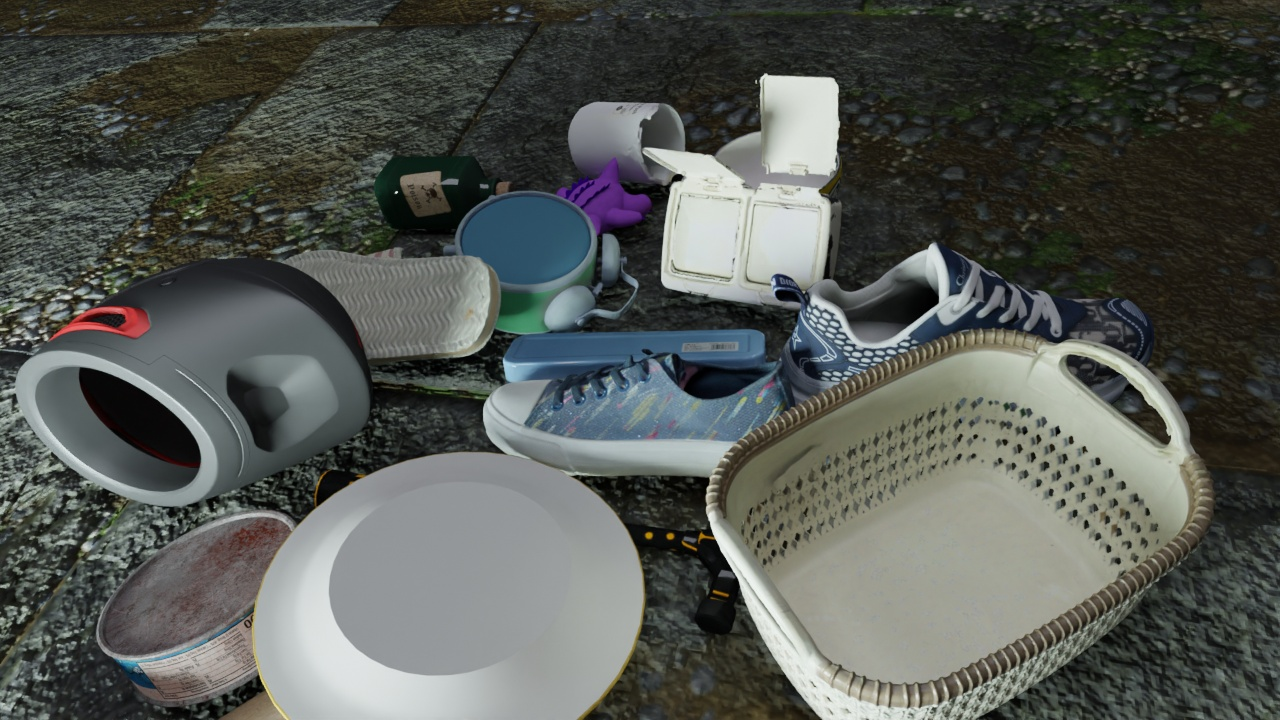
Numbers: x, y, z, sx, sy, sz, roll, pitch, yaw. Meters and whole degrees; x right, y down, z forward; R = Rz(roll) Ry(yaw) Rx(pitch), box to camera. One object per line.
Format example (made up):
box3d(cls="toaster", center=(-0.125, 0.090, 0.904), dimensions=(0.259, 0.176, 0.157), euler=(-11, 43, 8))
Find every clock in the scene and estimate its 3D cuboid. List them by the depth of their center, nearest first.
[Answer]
box3d(cls="clock", center=(-0.080, -0.077, 0.796), dimensions=(0.162, 0.075, 0.121), euler=(22, 54, 14))

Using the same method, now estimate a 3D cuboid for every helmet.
box3d(cls="helmet", center=(-0.313, 0.005, 0.693), dimensions=(0.265, 0.164, 0.169), euler=(1, 34, 25))

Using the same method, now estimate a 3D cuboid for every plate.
box3d(cls="plate", center=(-0.112, 0.131, 0.548), dimensions=(0.230, 0.021, 0.229), euler=(2, 39, -2))

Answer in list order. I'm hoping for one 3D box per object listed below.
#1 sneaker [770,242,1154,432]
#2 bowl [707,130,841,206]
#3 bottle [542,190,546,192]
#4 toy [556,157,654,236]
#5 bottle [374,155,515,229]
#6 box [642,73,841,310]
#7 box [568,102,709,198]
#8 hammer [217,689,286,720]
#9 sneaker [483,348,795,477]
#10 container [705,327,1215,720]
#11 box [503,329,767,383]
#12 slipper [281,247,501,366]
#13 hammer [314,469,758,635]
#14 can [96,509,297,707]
box3d(cls="sneaker", center=(0.221, -0.026, 0.633), dimensions=(0.269, 0.132, 0.103), euler=(-6, 43, 4))
box3d(cls="bowl", center=(0.121, -0.149, 0.824), dimensions=(0.117, 0.068, 0.117), euler=(-6, 44, 6))
box3d(cls="bottle", center=(-0.129, -0.128, 0.878), dimensions=(0.036, 0.036, 0.109), euler=(29, 57, 34))
box3d(cls="toy", center=(-0.044, -0.148, 0.865), dimensions=(0.106, 0.056, 0.087), euler=(24, 53, 31))
box3d(cls="bottle", center=(-0.189, -0.167, 0.911), dimensions=(0.131, 0.061, 0.061), euler=(2, 44, 14))
box3d(cls="box", center=(0.078, -0.123, 0.726), dimensions=(0.146, 0.186, 0.095), euler=(9, 33, 27))
box3d(cls="box", center=(0.014, -0.200, 0.900), dimensions=(0.163, 0.112, 0.084), euler=(12, 44, 41))
box3d(cls="hammer", center=(-0.235, 0.216, 0.545), dimensions=(0.330, 0.031, 0.119), euler=(-31, 43, -12))
box3d(cls="sneaker", center=(-0.004, 0.031, 0.647), dimensions=(0.236, 0.079, 0.087), euler=(4, 24, 16))
box3d(cls="container", center=(0.168, 0.100, 0.511), dimensions=(0.246, 0.143, 0.184), euler=(-24, 45, -13))
box3d(cls="box", center=(-0.004, 0.007, 0.732), dimensions=(0.210, 0.049, 0.066), euler=(-1, 27, 8))
box3d(cls="slipper", center=(-0.220, -0.046, 0.780), dimensions=(0.263, 0.052, 0.115), euler=(2, 79, 30))
box3d(cls="hammer", center=(-0.078, 0.108, 0.635), dimensions=(0.321, 0.036, 0.123), euler=(5, 43, 15))
box3d(cls="can", center=(-0.274, 0.156, 0.593), dimensions=(0.130, 0.044, 0.129), euler=(-14, 29, 8))
